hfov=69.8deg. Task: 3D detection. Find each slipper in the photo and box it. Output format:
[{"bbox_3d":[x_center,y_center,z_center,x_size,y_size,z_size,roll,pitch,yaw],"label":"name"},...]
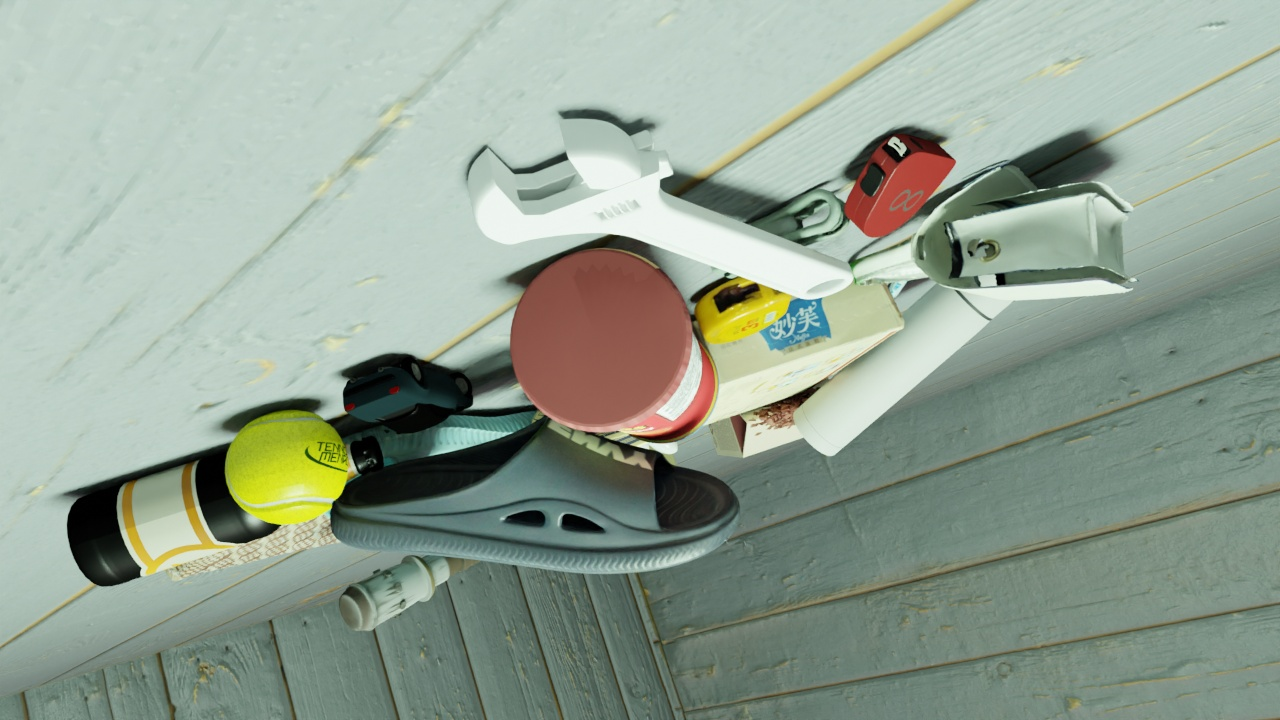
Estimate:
[{"bbox_3d":[-0.154,0.086,0.726,0.116,0.069,0.275,-30,165,32],"label":"slipper"},{"bbox_3d":[-0.071,0.071,0.583,0.268,0.083,0.110,-1,-163,11],"label":"slipper"}]

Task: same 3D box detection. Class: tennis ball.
[{"bbox_3d":[-0.202,0.061,0.527,0.065,0.065,0.065,-18,169,-4],"label":"tennis ball"}]

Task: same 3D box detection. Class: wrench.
[{"bbox_3d":[0.032,-0.054,0.412,0.066,0.018,0.272,-24,162,31],"label":"wrench"}]

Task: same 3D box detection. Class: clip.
[{"bbox_3d":[0.072,-0.066,0.481,0.076,0.023,0.043,-22,170,25],"label":"clip"}]

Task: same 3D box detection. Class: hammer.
[{"bbox_3d":[-0.126,0.158,0.837,0.191,0.100,0.323,-18,-178,42],"label":"hammer"}]

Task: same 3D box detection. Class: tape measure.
[{"bbox_3d":[0.065,-0.035,0.595,0.059,0.030,0.068,-19,165,0],"label":"tape measure"},{"bbox_3d":[0.122,-0.085,0.448,0.058,0.019,0.052,-6,142,-50],"label":"tape measure"}]

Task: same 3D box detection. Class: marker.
[{"bbox_3d":[0.214,-0.056,0.788,0.013,0.013,0.142,-20,168,3],"label":"marker"}]

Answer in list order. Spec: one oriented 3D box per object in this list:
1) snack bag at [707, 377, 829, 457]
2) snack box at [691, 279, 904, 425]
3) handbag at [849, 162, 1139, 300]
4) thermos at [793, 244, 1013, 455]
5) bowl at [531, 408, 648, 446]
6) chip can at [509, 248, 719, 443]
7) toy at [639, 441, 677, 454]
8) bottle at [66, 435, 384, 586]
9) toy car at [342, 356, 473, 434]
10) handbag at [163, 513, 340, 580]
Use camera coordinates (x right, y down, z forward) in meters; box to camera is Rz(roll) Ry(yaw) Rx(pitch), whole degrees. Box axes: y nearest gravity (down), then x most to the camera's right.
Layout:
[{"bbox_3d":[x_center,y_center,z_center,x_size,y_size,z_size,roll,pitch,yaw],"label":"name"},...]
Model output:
[{"bbox_3d":[0.131,0.051,0.939,0.094,0.070,0.206,-18,177,-7],"label":"snack bag"},{"bbox_3d":[0.097,0.000,0.747,0.153,0.055,0.208,-17,169,-13],"label":"snack box"},{"bbox_3d":[0.221,-0.077,0.602,0.176,0.074,0.151,-3,178,36],"label":"handbag"},{"bbox_3d":[0.225,-0.007,0.777,0.225,0.052,0.052,-46,157,26],"label":"thermos"},{"bbox_3d":[-0.037,0.041,0.712,0.112,0.061,0.112,-18,169,-4],"label":"bowl"},{"bbox_3d":[-0.003,0.003,0.526,0.087,0.087,0.213,-20,170,6],"label":"chip can"},{"bbox_3d":[-0.020,0.061,0.823,0.125,0.076,0.037,-6,132,-49],"label":"toy"},{"bbox_3d":[-0.253,0.086,0.577,0.181,0.059,0.059,-18,169,-7],"label":"bottle"},{"bbox_3d":[-0.134,0.024,0.542,0.046,0.034,0.112,-20,169,7],"label":"toy car"},{"bbox_3d":[-0.284,0.125,0.759,0.124,0.047,0.185,-36,161,33],"label":"handbag"}]
